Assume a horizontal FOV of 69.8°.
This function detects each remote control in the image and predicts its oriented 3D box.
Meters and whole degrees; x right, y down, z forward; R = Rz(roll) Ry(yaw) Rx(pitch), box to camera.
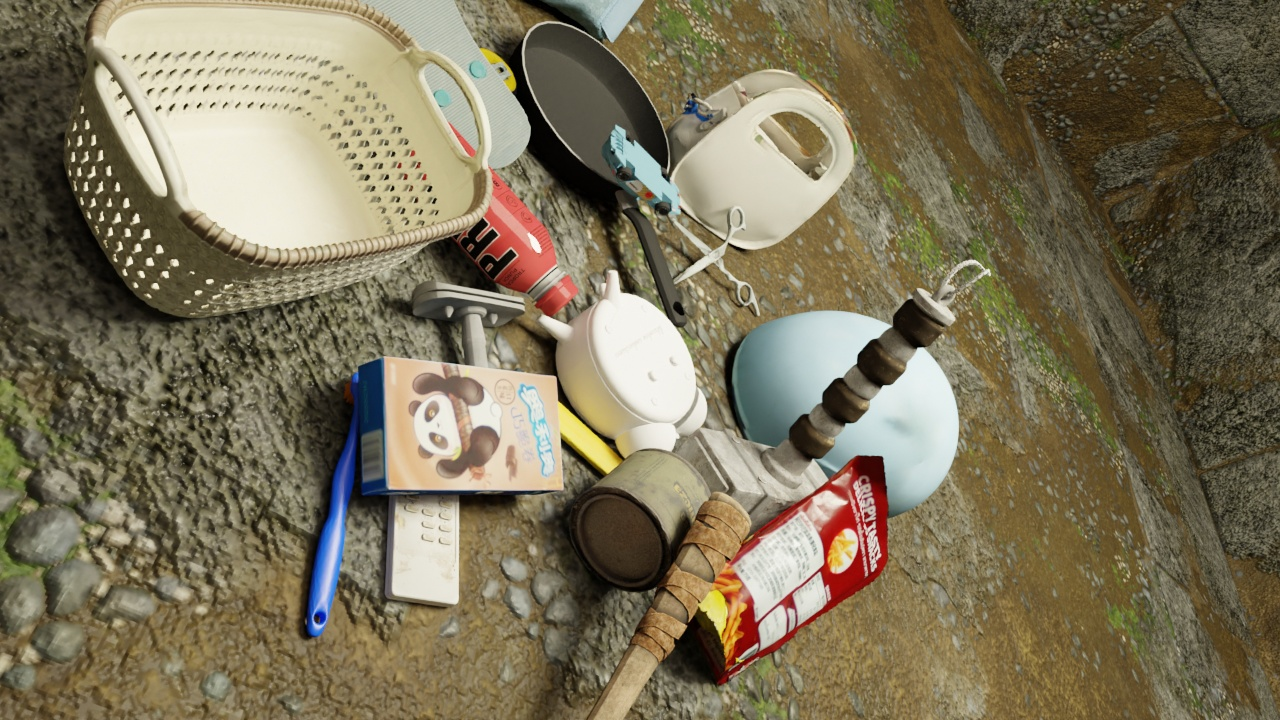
[{"bbox_3d":[-0.147,0.098,0.627,0.050,0.011,0.135,22,50,-39],"label":"remote control"}]

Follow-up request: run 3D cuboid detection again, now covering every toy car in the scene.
[{"bbox_3d":[-0.002,-0.180,0.905,0.107,0.028,0.060,37,40,-41],"label":"toy car"}]

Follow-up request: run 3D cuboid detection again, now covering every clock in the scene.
[{"bbox_3d":[-0.005,0.005,0.806,0.161,0.073,0.125,57,36,-1],"label":"clock"}]

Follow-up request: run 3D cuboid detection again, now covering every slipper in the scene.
[{"bbox_3d":[-0.197,-0.283,0.797,0.098,0.055,0.269,-41,114,-24],"label":"slipper"}]

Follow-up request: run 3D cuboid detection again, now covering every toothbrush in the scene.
[{"bbox_3d":[-0.192,0.085,0.584,0.016,0.018,0.182,27,50,-36],"label":"toothbrush"}]

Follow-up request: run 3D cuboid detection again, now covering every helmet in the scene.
[{"bbox_3d":[0.230,0.047,0.982,0.265,0.167,0.224,33,52,-17],"label":"helmet"}]

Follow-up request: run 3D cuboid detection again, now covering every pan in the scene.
[{"bbox_3d":[-0.029,-0.188,0.939,0.203,0.044,0.355,0,65,-50],"label":"pan"}]

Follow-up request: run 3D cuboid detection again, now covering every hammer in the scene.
[{"bbox_3d":[-0.013,0.214,0.599,0.121,0.049,0.317,45,57,-12],"label":"hammer"},{"bbox_3d":[0.168,0.040,0.779,0.176,0.327,0.079,18,30,-42],"label":"hammer"}]

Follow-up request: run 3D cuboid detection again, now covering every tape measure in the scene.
[{"bbox_3d":[-0.145,-0.266,0.867,0.061,0.034,0.061,54,35,-8],"label":"tape measure"}]

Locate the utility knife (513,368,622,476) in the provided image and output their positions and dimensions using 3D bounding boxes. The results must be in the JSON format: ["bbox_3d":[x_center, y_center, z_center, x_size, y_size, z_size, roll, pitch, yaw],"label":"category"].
[{"bbox_3d":[-0.055,0.061,0.758,0.151,0.017,0.030,42,44,-20],"label":"utility knife"}]

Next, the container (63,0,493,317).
[{"bbox_3d":[-0.226,-0.128,0.582,0.245,0.143,0.184,-25,85,-53],"label":"container"}]

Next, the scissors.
[{"bbox_3d":[0.090,-0.107,1.025,0.175,0.014,0.141,51,59,-32],"label":"scissors"}]

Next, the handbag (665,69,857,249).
[{"bbox_3d":[0.138,-0.239,1.043,0.200,0.200,0.092,32,40,-36],"label":"handbag"}]

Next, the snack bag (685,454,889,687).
[{"bbox_3d":[0.135,0.177,0.771,0.207,0.067,0.139,-27,120,-18],"label":"snack bag"}]

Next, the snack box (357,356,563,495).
[{"bbox_3d":[-0.121,0.049,0.638,0.151,0.034,0.087,8,72,-47],"label":"snack box"}]

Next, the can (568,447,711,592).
[{"bbox_3d":[0.001,0.124,0.716,0.090,0.090,0.074,58,36,-1],"label":"can"}]

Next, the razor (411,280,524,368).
[{"bbox_3d":[-0.125,0.002,0.700,0.088,0.047,0.116,8,67,-47],"label":"razor"}]

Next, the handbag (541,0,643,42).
[{"bbox_3d":[-0.074,-0.444,1.016,0.191,0.122,0.118,13,39,-42],"label":"handbag"}]

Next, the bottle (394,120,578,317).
[{"bbox_3d":[-0.121,-0.110,0.747,0.176,0.062,0.062,48,37,-5],"label":"bottle"}]
